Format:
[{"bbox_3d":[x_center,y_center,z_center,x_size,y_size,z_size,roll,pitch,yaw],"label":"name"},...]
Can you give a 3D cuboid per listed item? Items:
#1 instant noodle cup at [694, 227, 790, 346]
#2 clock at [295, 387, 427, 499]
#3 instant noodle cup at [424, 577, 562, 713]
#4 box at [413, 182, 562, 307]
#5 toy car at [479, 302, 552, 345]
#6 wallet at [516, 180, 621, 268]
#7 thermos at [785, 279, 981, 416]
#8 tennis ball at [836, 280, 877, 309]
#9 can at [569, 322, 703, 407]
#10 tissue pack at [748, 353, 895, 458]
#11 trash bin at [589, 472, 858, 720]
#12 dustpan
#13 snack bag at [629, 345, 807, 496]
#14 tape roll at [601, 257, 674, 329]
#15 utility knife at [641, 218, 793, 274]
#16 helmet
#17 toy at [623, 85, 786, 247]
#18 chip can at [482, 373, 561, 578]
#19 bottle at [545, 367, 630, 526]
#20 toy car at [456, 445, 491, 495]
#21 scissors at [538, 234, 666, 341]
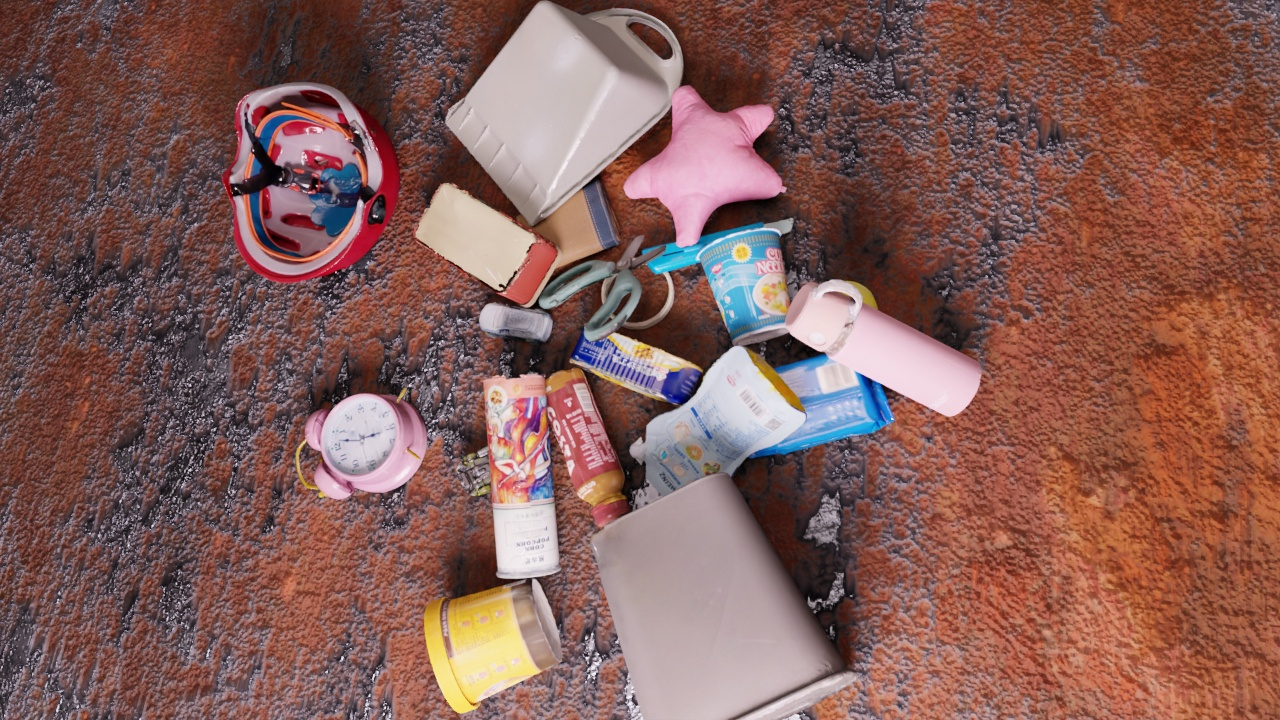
[{"bbox_3d":[0.122,-0.077,1.010,0.099,0.099,0.110,-16,80,8],"label":"instant noodle cup"},{"bbox_3d":[-0.334,0.100,1.079,0.158,0.060,0.117,-21,71,9],"label":"clock"},{"bbox_3d":[-0.151,0.291,0.962,0.114,0.118,0.118,-21,72,-1],"label":"instant noodle cup"},{"bbox_3d":[-0.185,-0.142,1.081,0.168,0.077,0.091,32,93,28],"label":"box"},{"bbox_3d":[-0.150,-0.045,1.090,0.091,0.034,0.043,11,82,17],"label":"toy car"},{"bbox_3d":[-0.087,-0.158,1.106,0.115,0.033,0.090,-21,69,8],"label":"wallet"},{"bbox_3d":[0.248,-0.018,0.924,0.198,0.087,0.067,27,52,-9],"label":"thermos"},{"bbox_3d":[0.222,-0.053,0.989,0.065,0.065,0.065,-3,75,12],"label":"tennis ball"},{"bbox_3d":[-0.006,0.006,1.022,0.148,0.074,0.049,22,85,18],"label":"can"},{"bbox_3d":[0.182,0.046,0.980,0.157,0.052,0.095,-16,71,8],"label":"tissue pack"},{"bbox_3d":[0.070,0.249,0.889,0.199,0.199,0.219,-27,64,3],"label":"trash bin"},{"bbox_3d":[-0.078,-0.326,1.145,0.222,0.142,0.258,51,117,25],"label":"dustpan"},{"bbox_3d":[0.076,0.079,0.966,0.110,0.038,0.191,44,116,-2],"label":"snack bag"},{"bbox_3d":[-0.003,-0.079,1.074,0.086,0.014,0.085,-3,75,12],"label":"tape roll"},{"bbox_3d":[0.091,-0.135,1.059,0.179,0.018,0.034,-15,64,1],"label":"utility knife"},{"bbox_3d":[-0.390,-0.209,1.133,0.207,0.143,0.240,9,92,15],"label":"helmet"},{"bbox_3d":[0.081,-0.218,1.059,0.178,0.074,0.194,23,81,17],"label":"toy"},{"bbox_3d":[-0.129,0.123,0.997,0.071,0.071,0.214,-5,87,11],"label":"chip can"},{"bbox_3d":[-0.060,0.096,1.018,0.057,0.057,0.174,-25,71,5],"label":"bottle"},{"bbox_3d":[-0.158,0.117,1.050,0.105,0.032,0.048,-27,78,-7],"label":"toy car"},{"bbox_3d":[-0.046,-0.075,1.031,0.170,0.019,0.178,-22,35,19],"label":"scissors"}]
